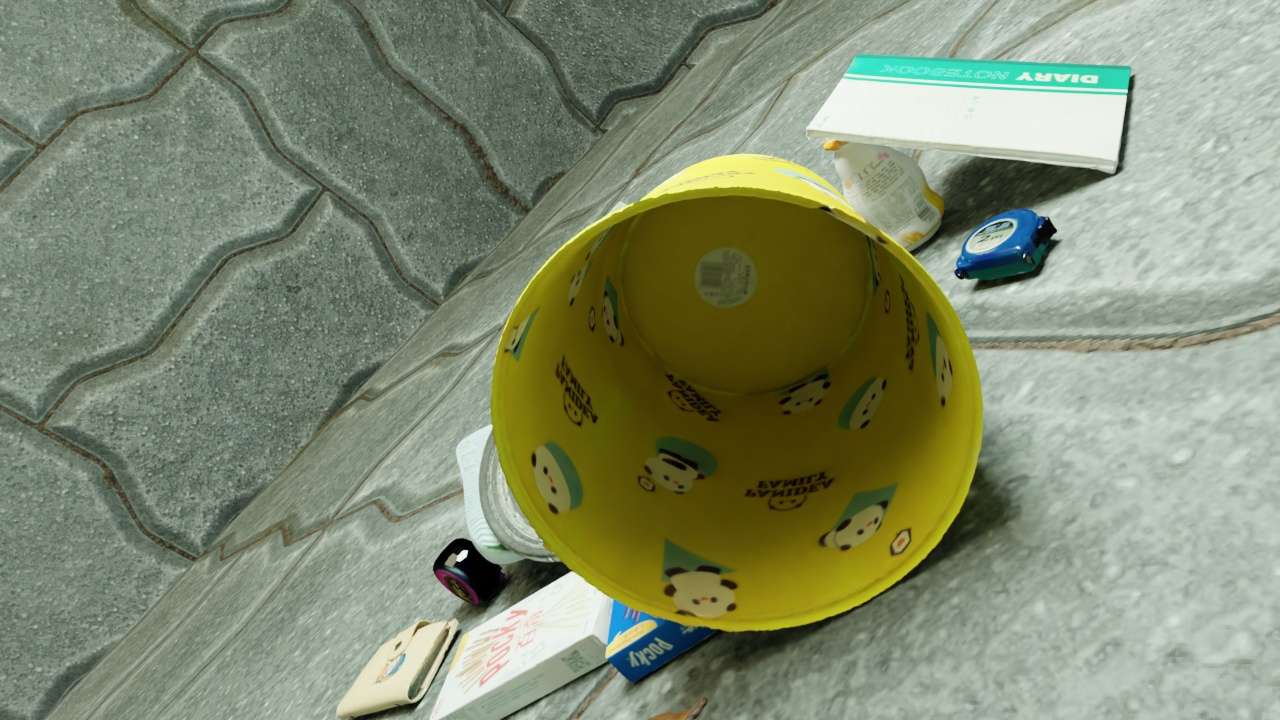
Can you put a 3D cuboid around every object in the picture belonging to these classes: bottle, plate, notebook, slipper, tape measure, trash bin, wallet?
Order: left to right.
[{"bbox_3d":[-0.207,0.262,0.787,0.115,0.024,0.087,-30,20,39],"label":"wallet"},{"bbox_3d":[-0.148,0.181,0.793,0.039,0.057,0.058,-52,11,-33],"label":"tape measure"},{"bbox_3d":[-0.107,0.115,0.825,0.104,0.074,0.245,-23,21,-1],"label":"slipper"},{"bbox_3d":[-0.049,0.071,0.707,0.180,0.024,0.179,-19,51,25],"label":"plate"},{"bbox_3d":[0.058,-0.013,0.544,0.230,0.229,0.254,-36,12,20],"label":"trash bin"},{"bbox_3d":[0.190,-0.138,0.725,0.063,0.108,0.063,-37,18,14],"label":"bottle"},{"bbox_3d":[0.247,-0.192,0.686,0.209,0.012,0.150,12,44,23],"label":"notebook"},{"bbox_3d":[0.240,-0.074,0.601,0.054,0.025,0.058,-49,22,-27],"label":"tape measure"}]

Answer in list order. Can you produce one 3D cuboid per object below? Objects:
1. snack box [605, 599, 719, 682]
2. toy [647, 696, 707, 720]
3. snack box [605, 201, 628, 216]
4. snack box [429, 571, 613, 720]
[{"bbox_3d":[0.024,0.126,0.592,0.085,0.026,0.156,-37,17,19],"label":"snack box"},{"bbox_3d":[-0.054,0.233,0.367,0.246,0.090,0.227,-43,10,-10],"label":"toy"},{"bbox_3d":[-0.057,-0.055,1.025,0.177,0.046,0.183,-54,-17,-34],"label":"snack box"},{"bbox_3d":[-0.076,0.199,0.638,0.157,0.027,0.084,-34,19,23],"label":"snack box"}]
